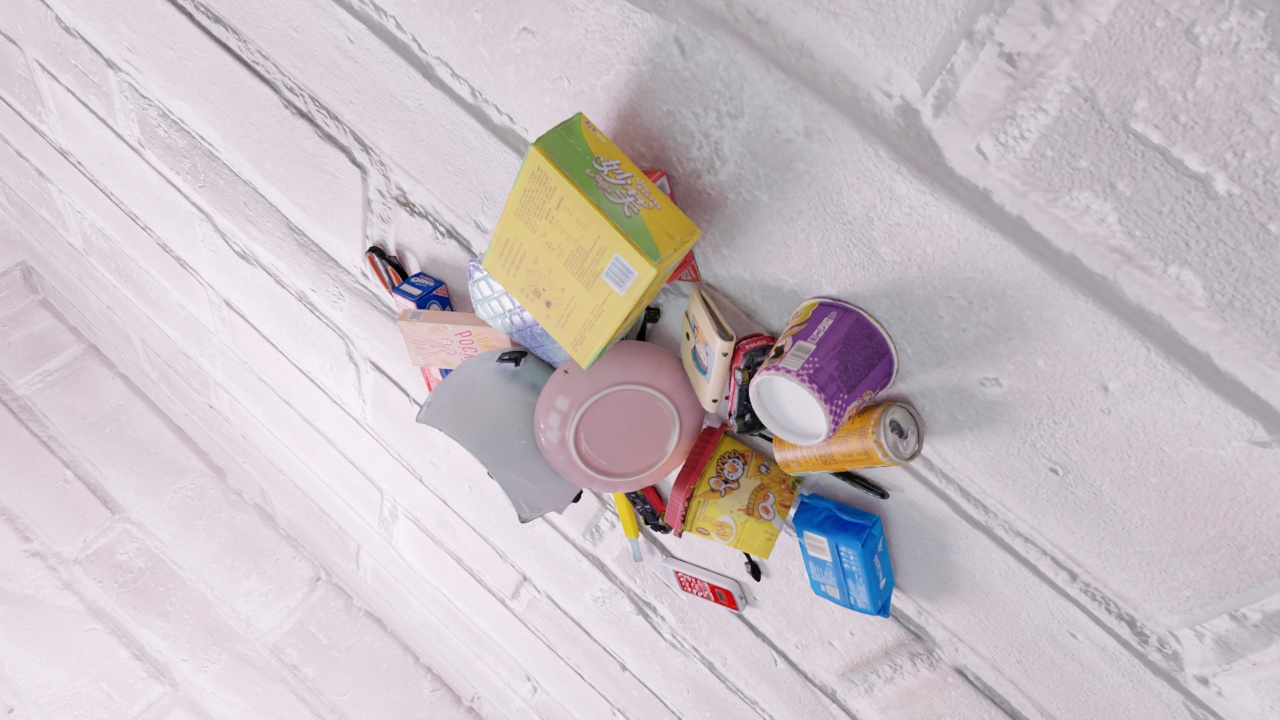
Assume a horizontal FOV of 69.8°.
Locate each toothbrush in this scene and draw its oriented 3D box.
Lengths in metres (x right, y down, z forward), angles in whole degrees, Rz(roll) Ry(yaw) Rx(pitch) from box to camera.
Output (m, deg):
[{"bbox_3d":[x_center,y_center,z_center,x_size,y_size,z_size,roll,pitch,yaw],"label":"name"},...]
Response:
[{"bbox_3d":[-0.006,0.006,1.057,0.027,0.026,0.213,9,143,-6],"label":"toothbrush"},{"bbox_3d":[0.114,0.209,1.151,0.017,0.014,0.189,16,138,56],"label":"toothbrush"},{"bbox_3d":[0.178,0.101,0.960,0.181,0.015,0.018,27,134,28],"label":"toothbrush"}]

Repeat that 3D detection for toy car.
[{"bbox_3d":[0.113,0.024,0.917,0.045,0.053,0.121,-116,20,-46],"label":"toy car"},{"bbox_3d":[0.009,0.189,1.229,0.106,0.031,0.049,55,147,-12],"label":"toy car"}]

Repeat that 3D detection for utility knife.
[{"bbox_3d":[-0.021,0.218,1.306,0.033,0.015,0.207,17,135,36],"label":"utility knife"}]

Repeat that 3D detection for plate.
[{"bbox_3d":[-0.019,0.071,1.004,0.039,0.192,0.192,-112,-1,-61],"label":"plate"}]

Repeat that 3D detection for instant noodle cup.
[{"bbox_3d":[0.105,0.152,1.019,0.124,0.115,0.116,24,143,12],"label":"instant noodle cup"},{"bbox_3d":[0.157,0.017,0.817,0.111,0.099,0.112,30,145,23],"label":"instant noodle cup"}]

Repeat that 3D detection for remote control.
[{"bbox_3d":[0.087,0.315,1.289,0.136,0.020,0.056,10,134,42],"label":"remote control"}]

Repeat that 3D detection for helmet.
[{"bbox_3d":[-0.136,0.068,1.134,0.229,0.146,0.258,44,-170,9],"label":"helmet"}]

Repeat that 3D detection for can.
[{"bbox_3d":[0.194,0.077,0.876,0.058,0.058,0.146,54,146,-13],"label":"can"}]

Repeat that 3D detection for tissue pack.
[{"bbox_3d":[0.223,0.212,0.995,0.095,0.052,0.157,15,136,42],"label":"tissue pack"}]

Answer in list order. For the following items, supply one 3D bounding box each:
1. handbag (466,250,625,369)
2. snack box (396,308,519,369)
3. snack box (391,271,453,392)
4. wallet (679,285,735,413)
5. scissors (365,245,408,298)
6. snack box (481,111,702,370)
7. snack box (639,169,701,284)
[{"bbox_3d":[-0.107,-0.054,1.060,0.194,0.075,0.134,34,150,21],"label":"handbag"},{"bbox_3d":[-0.239,-0.025,1.223,0.157,0.026,0.085,5,134,13],"label":"snack box"},{"bbox_3d":[-0.291,-0.026,1.311,0.058,0.057,0.208,26,142,32],"label":"snack box"},{"bbox_3d":[0.065,-0.013,0.927,0.115,0.024,0.087,95,151,-52],"label":"wallet"},{"bbox_3d":[-0.345,-0.076,1.359,0.162,0.021,0.234,41,154,20],"label":"scissors"},{"bbox_3d":[-0.055,-0.105,0.864,0.157,0.069,0.211,45,148,4],"label":"snack box"},{"bbox_3d":[-0.012,-0.123,0.903,0.113,0.044,0.127,12,134,41],"label":"snack box"}]
